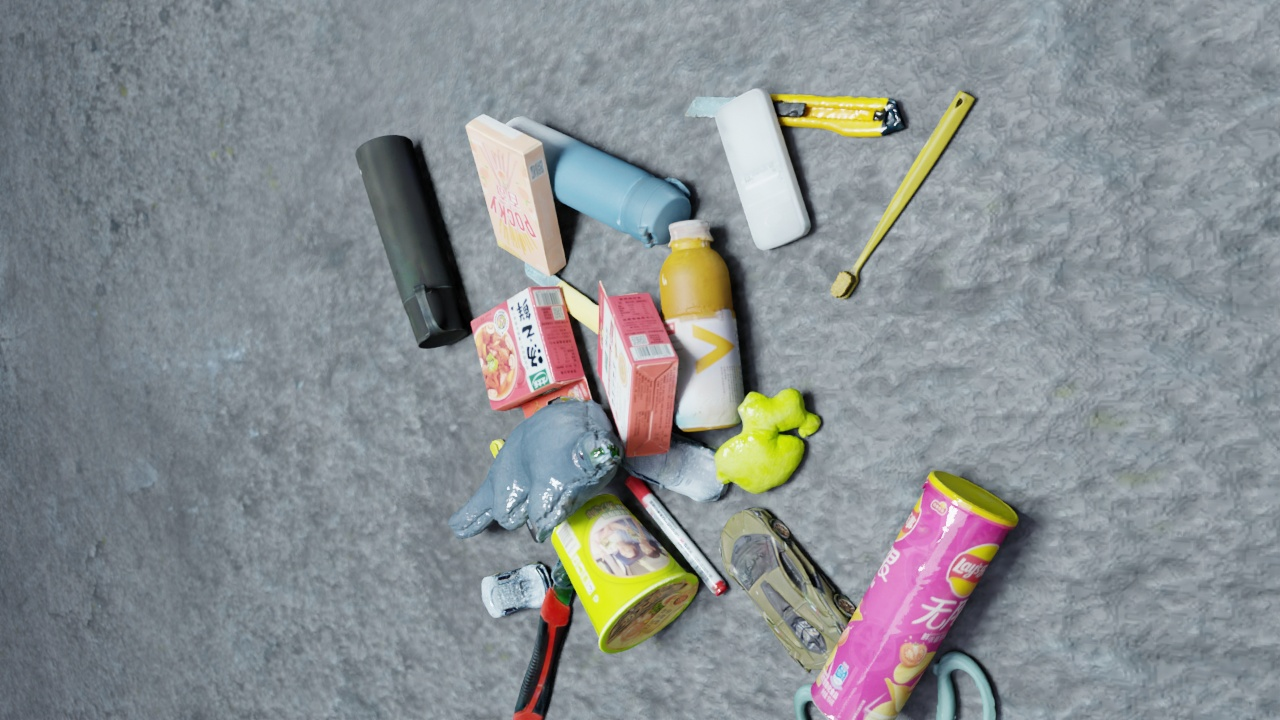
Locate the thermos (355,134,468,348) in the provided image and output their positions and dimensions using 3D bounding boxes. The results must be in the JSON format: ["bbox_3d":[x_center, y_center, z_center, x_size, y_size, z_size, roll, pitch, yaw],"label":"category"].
[{"bbox_3d":[-0.260,-0.139,1.046,0.068,0.090,0.242,-19,80,-7],"label":"thermos"}]

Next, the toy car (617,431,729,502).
[{"bbox_3d":[0.030,0.098,0.882,0.121,0.036,0.054,17,102,31],"label":"toy car"}]

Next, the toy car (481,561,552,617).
[{"bbox_3d":[-0.140,0.256,1.017,0.106,0.031,0.049,-24,79,35],"label":"toy car"}]

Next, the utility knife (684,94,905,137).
[{"bbox_3d":[0.127,-0.216,0.802,0.216,0.015,0.033,14,99,35],"label":"utility knife"}]

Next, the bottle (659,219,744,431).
[{"bbox_3d":[0.054,-0.032,0.835,0.068,0.067,0.189,-6,89,36],"label":"bottle"}]

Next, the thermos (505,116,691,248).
[{"bbox_3d":[-0.048,-0.177,0.904,0.220,0.070,0.070,30,110,30],"label":"thermos"}]

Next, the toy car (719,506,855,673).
[{"bbox_3d":[0.126,0.202,0.817,0.158,0.042,0.070,50,118,25],"label":"toy car"}]

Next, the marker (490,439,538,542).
[{"bbox_3d":[-0.137,0.144,1.017,0.018,0.015,0.124,-36,74,37],"label":"marker"}]

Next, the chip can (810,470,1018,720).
[{"bbox_3d":[0.212,0.194,0.722,0.071,0.071,0.211,33,106,30],"label":"chip can"}]

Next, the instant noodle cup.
[{"bbox_3d":[-0.023,0.198,0.890,0.123,0.111,0.112,51,119,32],"label":"instant noodle cup"}]

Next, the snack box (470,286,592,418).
[{"bbox_3d":[-0.118,-0.001,0.967,0.113,0.044,0.127,-24,78,43],"label":"snack box"}]

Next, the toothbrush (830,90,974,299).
[{"bbox_3d":[0.210,-0.131,0.748,0.016,0.016,0.190,41,115,26],"label":"toothbrush"}]

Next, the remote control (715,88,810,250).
[{"bbox_3d":[0.108,-0.167,0.808,0.056,0.020,0.136,-19,88,42],"label":"remote control"}]

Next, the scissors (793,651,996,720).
[{"bbox_3d":[0.211,0.305,0.775,0.170,0.019,0.171,21,106,32],"label":"scissors"}]

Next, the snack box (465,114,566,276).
[{"bbox_3d":[-0.123,-0.163,0.925,0.084,0.026,0.157,32,148,30],"label":"snack box"}]

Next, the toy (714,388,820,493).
[{"bbox_3d":[0.112,0.074,0.811,0.097,0.031,0.100,-7,110,3],"label":"toy"}]

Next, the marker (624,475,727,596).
[{"bbox_3d":[0.034,0.169,0.894,0.145,0.017,0.017,49,118,23],"label":"marker"}]

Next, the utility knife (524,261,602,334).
[{"bbox_3d":[-0.055,-0.052,0.942,0.204,0.021,0.031,34,108,23],"label":"utility knife"}]

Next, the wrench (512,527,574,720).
[{"bbox_3d":[-0.100,0.290,0.985,0.016,0.056,0.274,-127,45,-67],"label":"wrench"}]

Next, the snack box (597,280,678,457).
[{"bbox_3d":[-0.005,0.005,0.850,0.127,0.044,0.113,-111,19,-47],"label":"snack box"}]

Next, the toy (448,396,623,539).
[{"bbox_3d":[-0.090,0.102,0.903,0.091,0.137,0.357,44,147,-11],"label":"toy"}]
